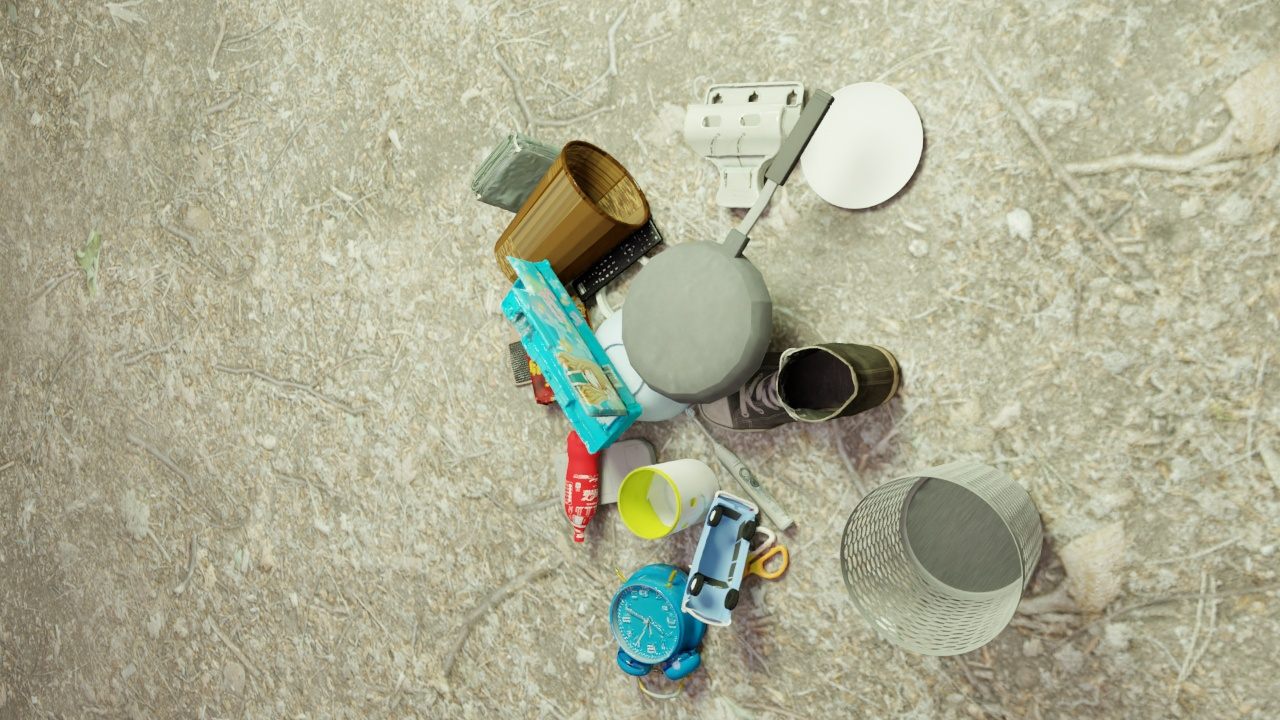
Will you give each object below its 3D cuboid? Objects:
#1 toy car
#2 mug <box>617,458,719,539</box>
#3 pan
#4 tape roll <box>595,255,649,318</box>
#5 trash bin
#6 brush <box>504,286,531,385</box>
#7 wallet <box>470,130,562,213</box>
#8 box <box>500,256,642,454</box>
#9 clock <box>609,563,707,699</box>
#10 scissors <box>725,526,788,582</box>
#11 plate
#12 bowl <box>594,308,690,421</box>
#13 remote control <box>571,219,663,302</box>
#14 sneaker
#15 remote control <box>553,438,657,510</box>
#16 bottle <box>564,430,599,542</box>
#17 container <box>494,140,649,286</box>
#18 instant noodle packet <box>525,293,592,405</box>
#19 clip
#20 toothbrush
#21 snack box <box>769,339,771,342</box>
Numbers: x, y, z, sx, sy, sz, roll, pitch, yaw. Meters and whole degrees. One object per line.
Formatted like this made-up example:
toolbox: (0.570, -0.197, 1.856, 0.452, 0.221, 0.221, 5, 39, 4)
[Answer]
toy car: (0.089, 0.226, 1.042, 0.056, 0.153, 0.055, 23, 150, -6)
mug: (0.035, 0.161, 1.078, 0.083, 0.106, 0.082, 1, 91, 31)
pan: (0.095, -0.117, 0.953, 0.178, 0.041, 0.358, 38, 106, 28)
tape roll: (-0.015, -0.090, 1.156, 0.093, 0.013, 0.093, 1, 92, 31)
trash bin: (0.295, 0.176, 0.874, 0.157, 0.183, 0.156, 1, 92, 31)
brush: (-0.168, -0.035, 1.250, 0.050, 0.015, 0.135, -15, 84, 30)
wallet: (-0.142, -0.233, 1.162, 0.101, 0.131, 0.054, -46, 65, 23)
box: (-0.085, -0.018, 1.059, 0.084, 0.172, 0.227, -29, 73, -13)
clock: (0.021, 0.329, 1.119, 0.117, 0.060, 0.161, -9, 88, 31)
scissors: (0.117, 0.246, 1.085, 0.129, 0.013, 0.065, -41, 70, 25)
plate: (0.239, -0.233, 0.997, 0.135, 0.011, 0.134, 1, 92, 31)
bowl: (-0.007, 0.006, 1.109, 0.151, 0.074, 0.150, 6, 101, 29)
remote control: (-0.030, -0.123, 1.149, 0.140, 0.009, 0.030, -36, 73, 27)
sneaker: (0.149, 0.033, 0.999, 0.235, 0.119, 0.095, -5, 88, 34)
remote control: (-0.043, 0.146, 1.177, 0.151, 0.019, 0.074, -15, 84, 32)
bottle: (-0.074, 0.159, 1.159, 0.042, 0.041, 0.141, 5, 94, 31)
container: (-0.094, -0.167, 1.142, 0.168, 0.132, 0.132, -40, 71, 32)
instant noodle packet: (-0.106, -0.013, 1.200, 0.099, 0.039, 0.135, -15, 83, 24)
clip: (0.111, -0.247, 1.038, 0.127, 0.104, 0.151, 9, 86, 34)
toothbrush: (0.112, 0.126, 1.080, 0.185, 0.022, 0.024, 50, 154, 20)
snack box: (0.086, -0.039, 1.042, 0.084, 0.105, 0.061, -21, 76, 29)
